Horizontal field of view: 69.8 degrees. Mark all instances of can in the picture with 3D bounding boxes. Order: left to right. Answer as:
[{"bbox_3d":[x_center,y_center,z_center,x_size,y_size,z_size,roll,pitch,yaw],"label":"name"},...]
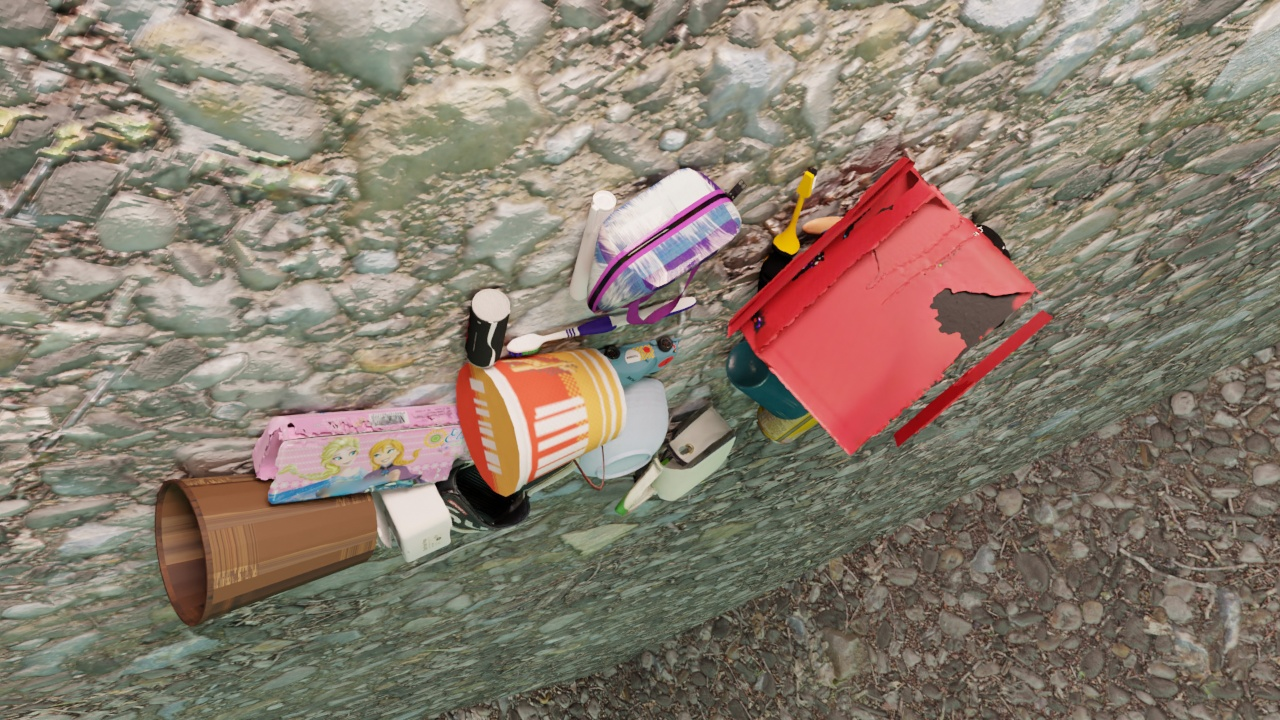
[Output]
[{"bbox_3d":[-0.127,-0.025,0.760,0.031,0.031,0.081,-13,156,-21],"label":"can"},{"bbox_3d":[0.207,0.059,1.201,0.067,0.067,0.105,-4,152,-36],"label":"can"}]

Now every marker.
[{"bbox_3d":[-0.041,-0.085,0.720,0.020,0.017,0.134,-42,168,-28],"label":"marker"}]

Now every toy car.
[{"bbox_3d":[-0.006,0.005,0.943,0.107,0.027,0.060,-11,155,-24],"label":"toy car"}]

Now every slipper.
[{"bbox_3d":[-0.163,0.148,1.025,0.111,0.063,0.265,29,134,-26],"label":"slipper"}]

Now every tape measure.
[{"bbox_3d":[0.032,0.159,1.315,0.058,0.035,0.066,16,142,-42],"label":"tape measure"}]

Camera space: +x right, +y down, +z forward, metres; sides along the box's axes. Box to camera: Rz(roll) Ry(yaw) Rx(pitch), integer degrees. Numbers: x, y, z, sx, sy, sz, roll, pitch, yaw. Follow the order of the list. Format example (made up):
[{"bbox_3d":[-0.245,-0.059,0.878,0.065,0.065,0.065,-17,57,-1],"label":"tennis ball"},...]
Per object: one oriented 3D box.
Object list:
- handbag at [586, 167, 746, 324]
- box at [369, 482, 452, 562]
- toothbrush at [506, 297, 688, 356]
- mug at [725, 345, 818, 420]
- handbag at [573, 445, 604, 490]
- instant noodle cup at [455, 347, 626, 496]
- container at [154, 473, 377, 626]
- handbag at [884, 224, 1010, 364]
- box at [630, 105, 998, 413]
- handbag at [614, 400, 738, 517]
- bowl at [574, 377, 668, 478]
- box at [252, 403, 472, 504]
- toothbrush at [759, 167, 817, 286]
[{"bbox_3d":[0.017,-0.074,0.742,0.144,0.068,0.170,-35,169,-13],"label":"handbag"},{"bbox_3d":[-0.262,0.157,0.957,0.101,0.102,0.108,-24,160,-24],"label":"box"},{"bbox_3d":[-0.034,-0.033,0.849,0.186,0.015,0.016,-15,162,-17],"label":"toothbrush"},{"bbox_3d":[0.151,0.019,1.058,0.078,0.078,0.121,-31,151,21],"label":"mug"},{"bbox_3d":[-0.060,0.077,0.935,0.055,0.119,0.029,-17,157,-12],"label":"handbag"},{"bbox_3d":[-0.089,0.047,0.856,0.120,0.123,0.124,-17,158,-31],"label":"instant noodle cup"},{"bbox_3d":[-0.352,0.164,0.877,0.167,0.132,0.132,-7,154,-44],"label":"container"},{"bbox_3d":[0.300,-0.085,0.971,0.153,0.114,0.125,-15,133,-9],"label":"handbag"},{"bbox_3d":[0.147,-0.065,0.707,0.213,0.128,0.424,-43,161,17],"label":"box"},{"bbox_3d":[0.032,0.135,1.183,0.175,0.074,0.151,-36,163,-16],"label":"handbag"},{"bbox_3d":[-0.031,0.088,1.045,0.150,0.074,0.151,-18,158,-8],"label":"bowl"},{"bbox_3d":[-0.239,0.086,0.871,0.229,0.063,0.085,-3,151,-38],"label":"box"},{"bbox_3d":[0.130,-0.102,0.823,0.030,0.031,0.197,-47,164,-24],"label":"toothbrush"}]
